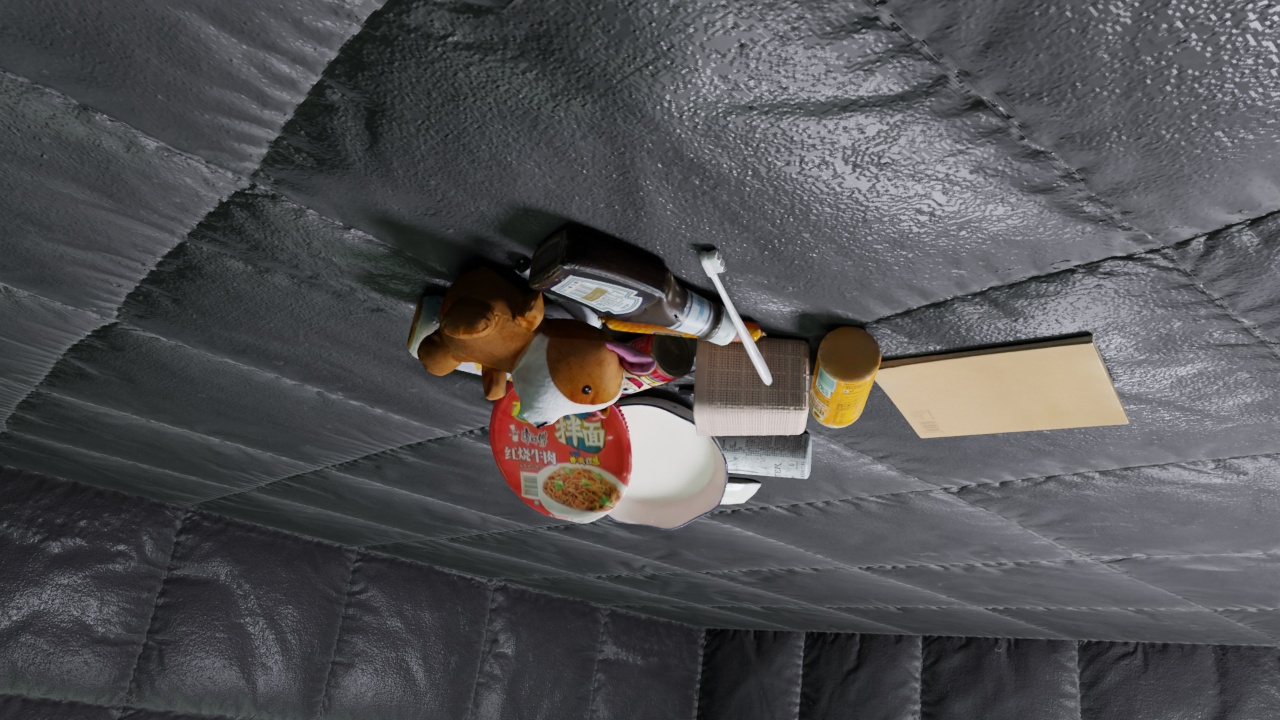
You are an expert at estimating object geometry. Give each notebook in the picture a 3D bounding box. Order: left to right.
[{"bbox_3d":[0.355,0.034,0.917,0.212,0.012,0.149,-9,142,37],"label":"notebook"}]

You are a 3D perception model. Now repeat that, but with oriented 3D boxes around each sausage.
[{"bbox_3d":[0.040,-0.034,0.888,0.165,0.021,0.021,6,159,7],"label":"sausage"}]

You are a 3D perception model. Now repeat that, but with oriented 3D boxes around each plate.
[{"bbox_3d":[0.011,0.127,1.164,0.205,0.045,0.205,6,126,8],"label":"plate"},{"bbox_3d":[0.043,0.188,1.341,0.265,0.034,0.162,3,176,-14],"label":"plate"}]

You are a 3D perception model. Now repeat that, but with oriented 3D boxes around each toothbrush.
[{"bbox_3d":[0.091,-0.034,0.818,0.016,0.016,0.180,-9,138,23],"label":"toothbrush"}]

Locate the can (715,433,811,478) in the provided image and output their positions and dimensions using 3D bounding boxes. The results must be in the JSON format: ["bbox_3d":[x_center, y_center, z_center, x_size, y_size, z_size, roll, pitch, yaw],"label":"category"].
[{"bbox_3d":[0.146,0.119,1.188,0.147,0.058,0.058,3,158,13],"label":"can"}]

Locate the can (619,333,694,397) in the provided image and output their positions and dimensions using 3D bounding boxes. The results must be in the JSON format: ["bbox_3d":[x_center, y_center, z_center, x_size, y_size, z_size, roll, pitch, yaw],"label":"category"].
[{"bbox_3d":[-0.006,0.006,0.961,0.053,0.053,0.133,22,155,-32],"label":"can"}]

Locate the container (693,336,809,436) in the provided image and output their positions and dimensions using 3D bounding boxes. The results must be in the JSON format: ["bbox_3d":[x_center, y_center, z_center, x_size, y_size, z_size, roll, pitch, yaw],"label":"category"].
[{"bbox_3d":[0.113,0.026,0.928,0.111,0.089,0.090,1,158,8],"label":"container"}]

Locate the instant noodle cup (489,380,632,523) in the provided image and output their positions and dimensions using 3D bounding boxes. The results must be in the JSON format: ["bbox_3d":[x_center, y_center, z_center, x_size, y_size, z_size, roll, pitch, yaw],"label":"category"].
[{"bbox_3d":[-0.084,0.094,1.097,0.194,0.194,0.065,-2,-165,26],"label":"instant noodle cup"}]

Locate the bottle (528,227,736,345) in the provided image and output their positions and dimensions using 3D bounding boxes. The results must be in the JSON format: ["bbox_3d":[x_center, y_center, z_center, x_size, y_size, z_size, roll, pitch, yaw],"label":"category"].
[{"bbox_3d":[0.001,-0.058,0.811,0.194,0.044,0.080,19,157,-28],"label":"bottle"}]

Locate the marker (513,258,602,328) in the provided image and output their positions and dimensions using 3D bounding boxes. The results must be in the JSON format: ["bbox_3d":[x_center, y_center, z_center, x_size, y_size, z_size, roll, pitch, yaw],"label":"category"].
[{"bbox_3d":[-0.076,-0.060,0.870,0.023,0.018,0.130,19,168,35],"label":"marker"}]

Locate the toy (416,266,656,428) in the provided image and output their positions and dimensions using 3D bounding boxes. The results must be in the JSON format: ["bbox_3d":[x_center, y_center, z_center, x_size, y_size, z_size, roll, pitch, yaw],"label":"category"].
[{"bbox_3d":[-0.098,-0.002,0.857,0.199,0.130,0.140,21,152,-21],"label":"toy"}]

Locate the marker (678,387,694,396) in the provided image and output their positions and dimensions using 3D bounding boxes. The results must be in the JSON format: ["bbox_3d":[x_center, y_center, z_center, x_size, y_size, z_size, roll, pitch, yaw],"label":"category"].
[{"bbox_3d":[0.101,0.037,1.056,0.124,0.015,0.018,0,153,24],"label":"marker"}]

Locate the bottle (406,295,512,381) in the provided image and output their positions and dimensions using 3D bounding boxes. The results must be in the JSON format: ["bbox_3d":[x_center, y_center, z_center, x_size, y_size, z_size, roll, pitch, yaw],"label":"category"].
[{"bbox_3d":[-0.140,-0.014,0.941,0.189,0.068,0.068,15,158,-17],"label":"bottle"}]

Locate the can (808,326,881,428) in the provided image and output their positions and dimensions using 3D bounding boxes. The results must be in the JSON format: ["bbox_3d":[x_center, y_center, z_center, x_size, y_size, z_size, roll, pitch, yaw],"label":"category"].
[{"bbox_3d":[0.201,0.020,0.915,0.058,0.058,0.146,5,159,8],"label":"can"}]
